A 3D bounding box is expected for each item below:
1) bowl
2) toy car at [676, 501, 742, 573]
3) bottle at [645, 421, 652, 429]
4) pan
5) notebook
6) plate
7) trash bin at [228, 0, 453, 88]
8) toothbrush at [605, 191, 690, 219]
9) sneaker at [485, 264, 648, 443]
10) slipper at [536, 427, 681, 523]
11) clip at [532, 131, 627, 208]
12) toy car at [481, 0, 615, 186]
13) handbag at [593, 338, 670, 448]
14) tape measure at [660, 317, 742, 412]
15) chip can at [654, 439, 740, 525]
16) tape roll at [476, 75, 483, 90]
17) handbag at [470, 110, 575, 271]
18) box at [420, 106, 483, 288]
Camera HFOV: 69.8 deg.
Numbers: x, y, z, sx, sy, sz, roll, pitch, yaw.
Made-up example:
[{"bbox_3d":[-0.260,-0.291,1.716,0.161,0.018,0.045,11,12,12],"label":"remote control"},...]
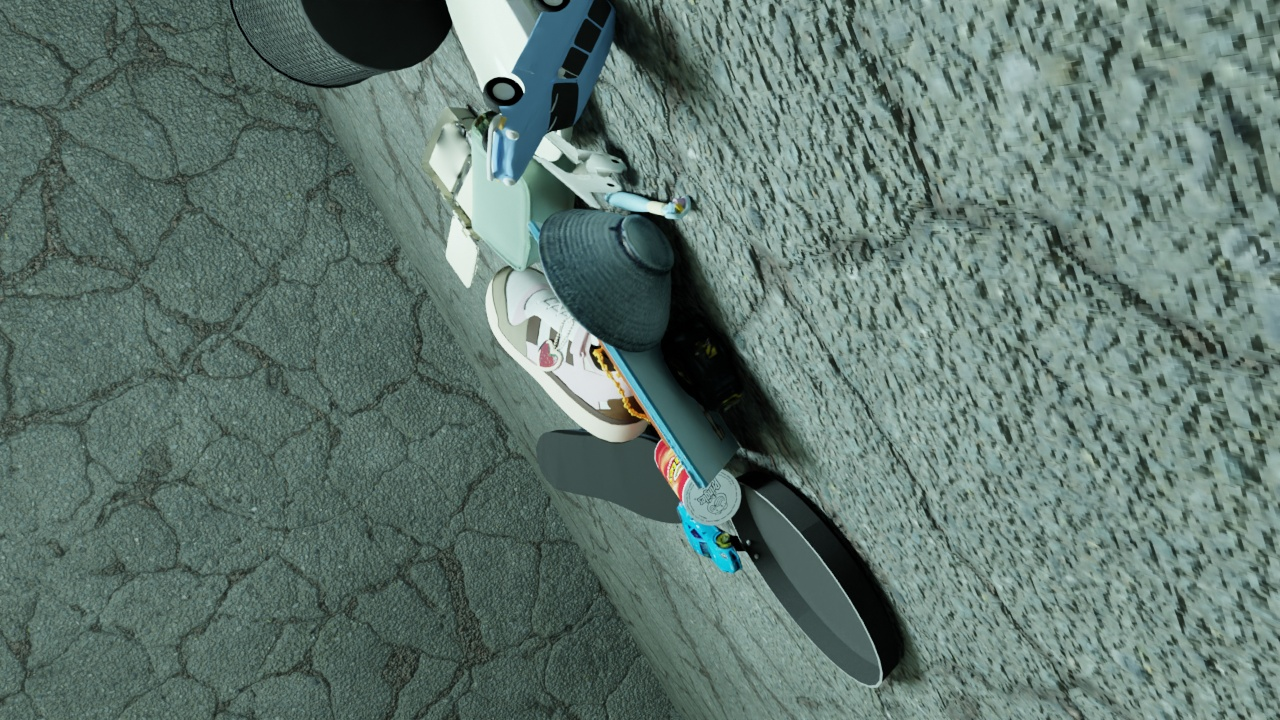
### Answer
[{"bbox_3d":[-0.011,-0.079,0.735,0.057,0.136,0.137,-36,85,35],"label":"bowl"},{"bbox_3d":[0.071,0.192,0.994,0.105,0.032,0.048,42,157,46],"label":"toy car"},{"bbox_3d":[-0.001,0.074,1.143,0.025,0.025,0.106,59,166,-6],"label":"bottle"},{"bbox_3d":[0.136,0.197,0.922,0.225,0.034,0.357,61,166,-12],"label":"pan"},{"bbox_3d":[0.002,-0.012,0.803,0.253,0.009,0.180,57,-164,3],"label":"notebook"},{"bbox_3d":[-0.102,-0.253,0.755,0.182,0.034,0.182,53,165,20],"label":"plate"},{"bbox_3d":[-0.281,-0.353,0.880,0.210,0.183,0.184,27,147,54],"label":"trash bin"},{"bbox_3d":[0.001,-0.124,0.721,0.016,0.022,0.155,45,173,-24],"label":"toothbrush"},{"bbox_3d":[-0.088,-0.039,1.079,0.293,0.111,0.117,51,143,31],"label":"sneaker"},{"bbox_3d":[-0.013,0.128,1.162,0.266,0.083,0.109,6,110,41],"label":"slipper"},{"bbox_3d":[-0.043,-0.143,0.735,0.059,0.052,0.102,29,180,30],"label":"clip"},{"bbox_3d":[-0.057,-0.178,0.580,0.055,0.153,0.056,20,153,0],"label":"toy car"},{"bbox_3d":[-0.005,0.005,0.923,0.172,0.060,0.109,57,-177,3],"label":"handbag"},{"bbox_3d":[0.049,0.001,0.780,0.071,0.042,0.072,61,169,-29],"label":"tape measure"},{"bbox_3d":[0.051,0.112,0.910,0.052,0.052,0.215,59,177,-7],"label":"chip can"},{"bbox_3d":[-0.133,-0.256,0.900,0.093,0.013,0.093,52,165,20],"label":"tape roll"},{"bbox_3d":[-0.116,-0.163,0.879,0.106,0.067,0.122,39,144,25],"label":"handbag"},{"bbox_3d":[-0.213,-0.191,1.100,0.143,0.044,0.185,54,130,21],"label":"box"}]
